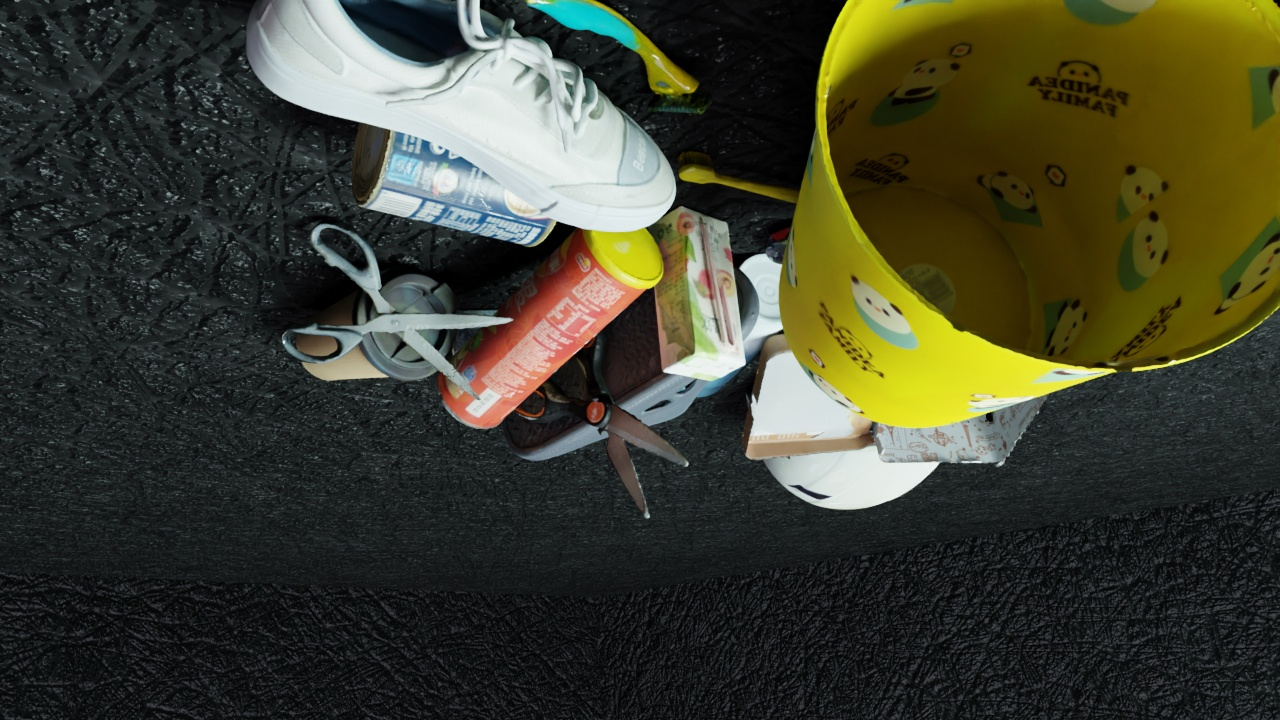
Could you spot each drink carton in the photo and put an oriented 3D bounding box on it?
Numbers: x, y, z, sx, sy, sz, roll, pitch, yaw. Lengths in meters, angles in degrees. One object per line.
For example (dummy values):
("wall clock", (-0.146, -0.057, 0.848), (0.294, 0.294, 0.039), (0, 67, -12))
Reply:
("drink carton", (0.043, -0.050, 0.686), (0.053, 0.122, 0.046), (13, 152, -36))

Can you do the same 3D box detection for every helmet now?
("helmet", (0.251, 0.087, 1.058), (0.229, 0.156, 0.275), (7, 158, -29))

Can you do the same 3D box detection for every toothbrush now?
("toothbrush", (0.108, -0.122, 0.657), (0.189, 0.016, 0.016), (6, 157, -30))

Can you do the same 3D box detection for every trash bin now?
("trash bin", (0.189, -0.073, 0.523), (0.229, 0.229, 0.255), (-4, 165, -2))

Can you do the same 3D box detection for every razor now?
("razor", (-0.013, -0.167, 0.488), (0.043, 0.028, 0.132), (20, -178, 40))

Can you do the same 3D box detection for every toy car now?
("toy car", (0.153, -0.091, 0.727), (0.106, 0.031, 0.049), (1, 163, 8))

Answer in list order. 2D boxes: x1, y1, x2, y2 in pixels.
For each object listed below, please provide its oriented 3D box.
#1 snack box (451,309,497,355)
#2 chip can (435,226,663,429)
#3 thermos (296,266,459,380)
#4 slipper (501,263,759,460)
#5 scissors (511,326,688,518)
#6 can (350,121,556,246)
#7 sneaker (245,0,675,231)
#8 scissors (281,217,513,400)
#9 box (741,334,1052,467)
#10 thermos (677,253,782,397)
("snack box", (-0.089, 0.003, 0.917), (0.182, 0.045, 0.178), (-2, 159, -7))
("chip can", (-0.076, -0.027, 0.717), (0.073, 0.073, 0.217), (14, 137, -41))
("thermos", (-0.224, -0.023, 0.770), (0.144, 0.093, 0.093), (-11, 161, 42))
("slipper", (-0.005, 0.005, 0.795), (0.269, 0.110, 0.083), (-33, 148, 25))
("scissors", (-0.041, 0.022, 0.750), (0.225, 0.204, 0.021), (3, 169, 41))
("can", (-0.108, -0.116, 0.543), (0.111, 0.075, 0.076), (10, 156, -33))
("sneaker", (-0.067, -0.144, 0.472), (0.242, 0.089, 0.091), (17, 147, -33))
("scissors", (-0.186, -0.033, 0.686), (0.181, 0.159, 0.014), (-11, -158, 5))
("box", (0.229, 0.024, 0.847), (0.260, 0.082, 0.177), (-1, 143, -3))
("thermos", (0.081, -0.022, 0.854), (0.070, 0.070, 0.221), (1, 159, -15))
